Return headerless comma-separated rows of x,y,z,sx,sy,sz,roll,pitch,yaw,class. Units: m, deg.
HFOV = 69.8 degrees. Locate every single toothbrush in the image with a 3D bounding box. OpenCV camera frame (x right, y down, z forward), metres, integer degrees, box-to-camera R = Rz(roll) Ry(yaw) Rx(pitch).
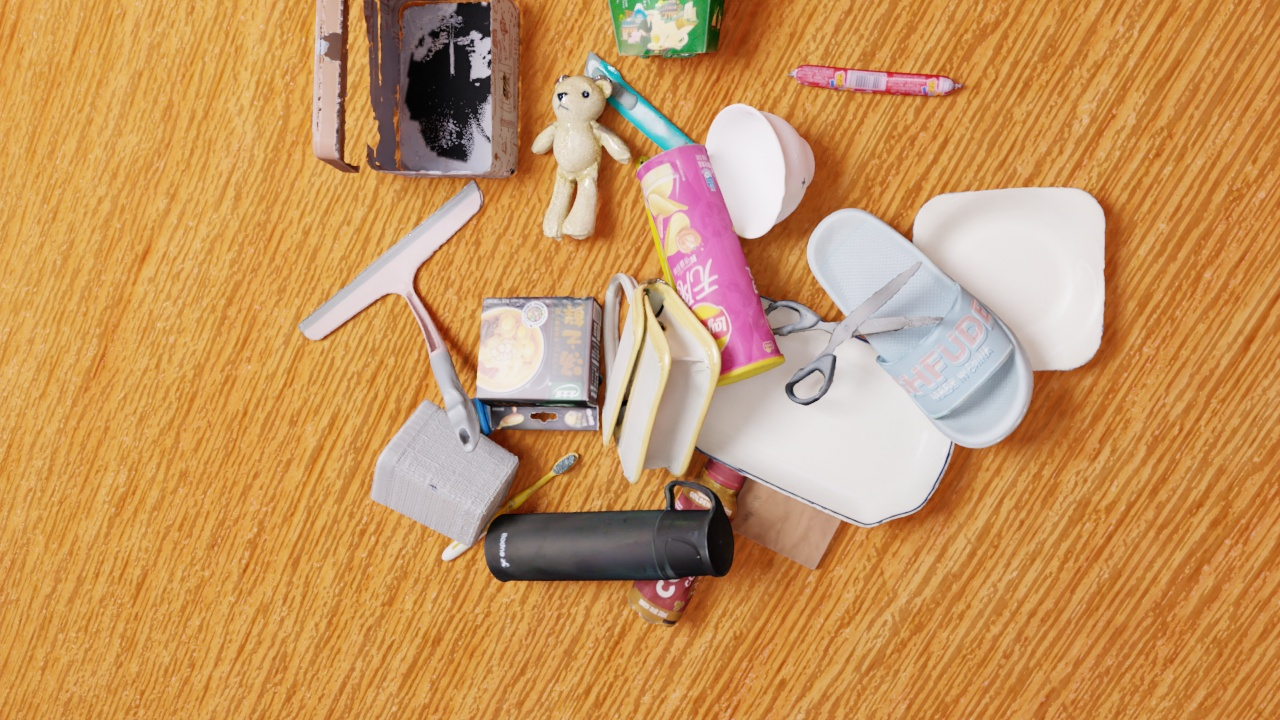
-0.137,0.153,0.950,0.191,0.018,0.016,-38,88,13,toothbrush
0.021,-0.103,0.865,0.016,0.016,0.190,-14,81,8,toothbrush

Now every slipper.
0.240,-0.033,0.792,0.104,0.074,0.245,-43,83,16,slipper

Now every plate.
0.158,0.046,0.861,0.266,0.034,0.162,24,88,7,plate
0.327,-0.072,0.826,0.164,0.034,0.163,0,97,11,plate

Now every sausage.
0.211,-0.252,0.830,0.156,0.020,0.020,8,99,9,sausage

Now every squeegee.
-0.203,-0.009,0.901,0.248,0.040,0.249,-36,62,11,squeegee

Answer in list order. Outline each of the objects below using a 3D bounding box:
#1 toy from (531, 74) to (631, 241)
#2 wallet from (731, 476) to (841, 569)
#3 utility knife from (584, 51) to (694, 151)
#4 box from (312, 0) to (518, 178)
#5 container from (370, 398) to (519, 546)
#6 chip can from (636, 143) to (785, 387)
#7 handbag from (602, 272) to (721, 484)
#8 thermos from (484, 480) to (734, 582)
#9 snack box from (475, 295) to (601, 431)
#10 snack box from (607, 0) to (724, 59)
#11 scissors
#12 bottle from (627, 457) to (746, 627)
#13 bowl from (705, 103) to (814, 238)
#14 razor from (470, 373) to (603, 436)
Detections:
-0.063,-0.191,0.866,0.105,0.066,0.157,9,96,27,toy
0.149,0.136,0.896,0.101,0.020,0.115,24,104,8,wallet
0.003,-0.234,0.874,0.157,0.013,0.029,42,112,3,utility knife
-0.211,-0.260,0.818,0.156,0.192,0.183,2,98,10,box
-0.191,0.115,0.909,0.114,0.090,0.090,29,139,2,container
0.062,-0.085,0.828,0.071,0.071,0.210,-21,83,12,chip can
-0.005,0.005,0.852,0.063,0.178,0.164,-6,132,-26,handbag
-0.032,0.166,0.878,0.243,0.068,0.090,-8,71,28,thermos
-0.097,0.003,0.896,0.113,0.053,0.125,0,78,10,snack box
0.024,-0.326,0.817,0.118,0.117,0.106,3,110,13,snack box
0.174,-0.025,0.795,0.159,0.014,0.176,32,119,32,scissors
0.048,0.174,0.899,0.057,0.057,0.175,27,102,6,bottle
0.116,-0.174,0.828,0.064,0.118,0.118,-16,96,-27,bowl
-0.104,0.039,0.927,0.143,0.022,0.042,-19,82,8,razor
